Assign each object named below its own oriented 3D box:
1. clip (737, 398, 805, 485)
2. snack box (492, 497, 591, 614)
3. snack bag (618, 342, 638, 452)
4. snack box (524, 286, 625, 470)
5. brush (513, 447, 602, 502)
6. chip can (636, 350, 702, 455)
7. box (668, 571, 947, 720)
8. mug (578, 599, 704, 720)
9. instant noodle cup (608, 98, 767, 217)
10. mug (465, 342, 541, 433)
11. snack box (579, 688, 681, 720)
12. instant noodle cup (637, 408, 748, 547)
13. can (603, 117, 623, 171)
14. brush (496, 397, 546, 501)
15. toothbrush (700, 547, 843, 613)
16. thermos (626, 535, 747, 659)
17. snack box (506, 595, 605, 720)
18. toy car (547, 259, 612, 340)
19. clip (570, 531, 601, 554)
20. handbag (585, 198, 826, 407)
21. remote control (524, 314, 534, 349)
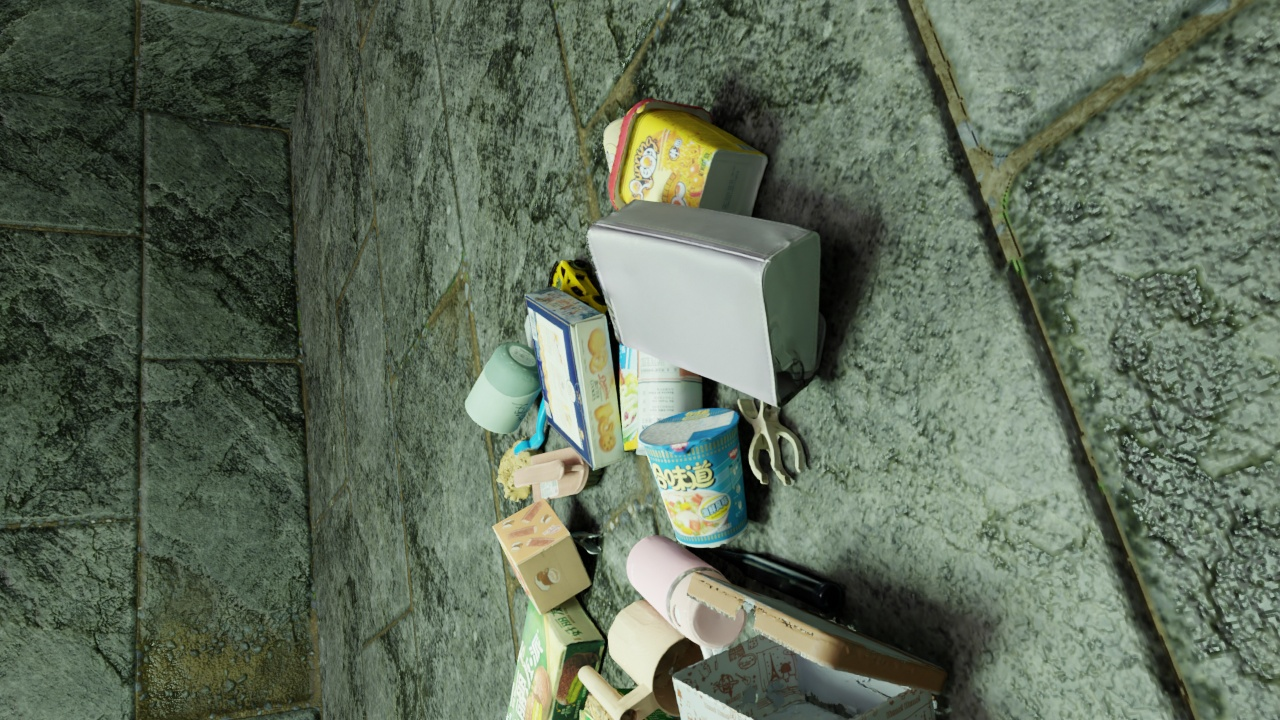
[{"bbox_3d":[0.112,0.071,0.843,0.076,0.034,0.103,-64,33,35],"label":"clip"},{"bbox_3d":[-0.126,0.249,1.170,0.094,0.077,0.093,39,153,54],"label":"snack box"},{"bbox_3d":[-0.006,0.006,1.034,0.110,0.039,0.191,109,157,-82],"label":"snack bag"},{"bbox_3d":[-0.081,0.017,1.107,0.182,0.045,0.178,-148,47,-62],"label":"snack box"},{"bbox_3d":[-0.107,0.146,1.182,0.146,0.073,0.063,-21,69,56],"label":"brush"},{"bbox_3d":[0.030,-0.010,0.950,0.071,0.071,0.214,-7,83,60],"label":"chip can"},{"bbox_3d":[0.125,0.235,0.703,0.182,0.148,0.158,-2,102,60],"label":"box"},{"bbox_3d":[0.008,0.309,0.929,0.104,0.124,0.084,16,132,61],"label":"mug"},{"bbox_3d":[0.049,-0.184,0.897,0.124,0.115,0.116,35,119,42],"label":"instant noodle cup"},{"bbox_3d":[-0.174,0.034,1.275,0.082,0.111,0.106,44,116,23],"label":"mug"},{"bbox_3d":[0.008,0.401,0.935,0.118,0.105,0.117,24,113,60],"label":"snack box"},{"bbox_3d":[0.056,0.113,0.867,0.099,0.099,0.110,11,117,60],"label":"instant noodle cup"},{"bbox_3d":[-0.005,-0.212,1.032,0.059,0.058,0.116,-44,52,51],"label":"can"},{"bbox_3d":[-0.143,0.092,1.280,0.255,0.045,0.083,-64,28,28],"label":"brush"},{"bbox_3d":[0.108,0.191,0.852,0.027,0.026,0.213,-56,25,-14],"label":"toothbrush"},{"bbox_3d":[0.044,0.228,0.879,0.199,0.067,0.087,-173,73,-74],"label":"thermos"},{"bbox_3d":[-0.115,0.432,1.192,0.114,0.063,0.240,41,123,55],"label":"snack box"},{"bbox_3d":[-0.077,-0.072,1.171,0.155,0.041,0.071,55,135,44],"label":"toy car"},{"bbox_3d":[-0.068,0.228,1.162,0.056,0.024,0.028,7,99,54],"label":"clip"},{"bbox_3d":[0.060,-0.057,0.816,0.197,0.098,0.145,19,127,39],"label":"handbag"},{"bbox_3d":[-0.139,-0.048,1.263,0.135,0.019,0.056,126,133,-67],"label":"remote control"}]
